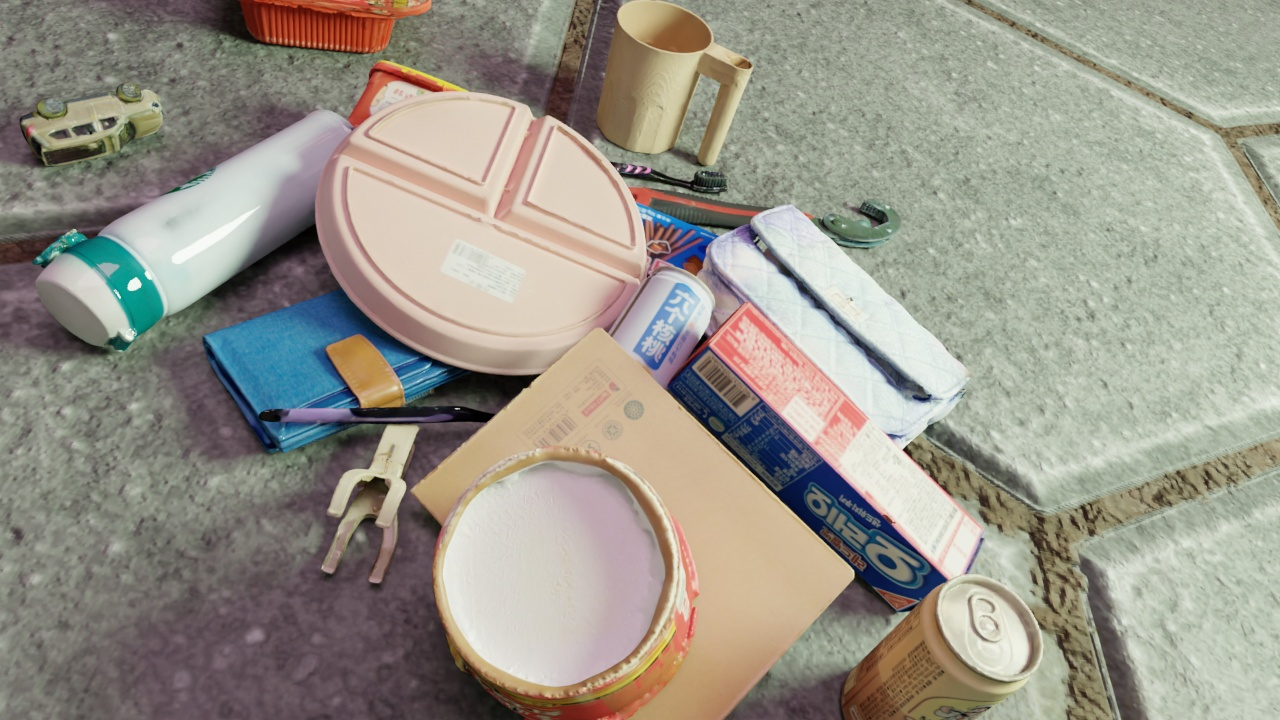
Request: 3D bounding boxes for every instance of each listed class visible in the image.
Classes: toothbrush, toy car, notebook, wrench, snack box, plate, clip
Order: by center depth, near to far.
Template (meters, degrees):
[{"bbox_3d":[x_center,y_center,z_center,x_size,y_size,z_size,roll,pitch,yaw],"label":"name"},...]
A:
[{"bbox_3d":[-0.143,0.067,0.504,0.035,0.093,0.102,15,58,-4],"label":"clip"},{"bbox_3d":[-0.005,0.096,0.511,0.147,0.008,0.207,-43,76,-15],"label":"notebook"},{"bbox_3d":[-0.129,0.031,0.550,0.188,0.014,0.016,2,37,-34],"label":"toothbrush"},{"bbox_3d":[0.113,0.061,0.565,0.207,0.057,0.058,44,48,2],"label":"snack box"},{"bbox_3d":[-0.098,-0.096,0.620,0.229,0.028,0.229,12,57,-19],"label":"plate"},{"bbox_3d":[-0.384,-0.166,0.650,0.090,0.042,0.035,-27,84,-29],"label":"toy car"},{"bbox_3d":[0.000,-0.056,0.685,0.084,0.026,0.156,22,47,1],"label":"snack box"},{"bbox_3d":[-0.174,-0.171,0.697,0.091,0.082,0.079,22,57,1],"label":"snack box"},{"bbox_3d":[-0.015,-0.166,0.785,0.189,0.018,0.014,8,50,-9],"label":"toothbrush"},{"bbox_3d":[0.103,-0.125,0.786,0.273,0.016,0.056,2,49,-16],"label":"wrench"}]

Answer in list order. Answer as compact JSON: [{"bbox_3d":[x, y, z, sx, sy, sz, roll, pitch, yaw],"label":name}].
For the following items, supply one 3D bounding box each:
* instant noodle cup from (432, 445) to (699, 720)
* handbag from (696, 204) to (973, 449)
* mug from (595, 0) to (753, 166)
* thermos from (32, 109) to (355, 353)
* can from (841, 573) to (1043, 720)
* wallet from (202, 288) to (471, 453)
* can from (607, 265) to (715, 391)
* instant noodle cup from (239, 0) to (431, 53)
[{"bbox_3d":[-0.035,0.105,0.444,0.138,0.109,0.137,0,69,-1],"label":"instant noodle cup"},{"bbox_3d":[0.132,-0.019,0.649,0.194,0.076,0.133,47,44,14],"label":"handbag"},{"bbox_3d":[0.027,-0.238,0.801,0.124,0.104,0.084,29,47,8],"label":"mug"},{"bbox_3d":[-0.277,-0.091,0.599,0.073,0.073,0.223,32,48,11],"label":"thermos"},{"bbox_3d":[0.153,0.163,0.478,0.058,0.117,0.058,9,48,-10],"label":"can"},{"bbox_3d":[-0.187,-0.002,0.572,0.132,0.040,0.106,-26,57,-33],"label":"wallet"},{"bbox_3d":[-0.003,0.003,0.588,0.053,0.053,0.134,29,64,8],"label":"can"},{"bbox_3d":[-0.285,-0.338,0.808,0.188,0.079,0.164,1,49,-18],"label":"instant noodle cup"}]
